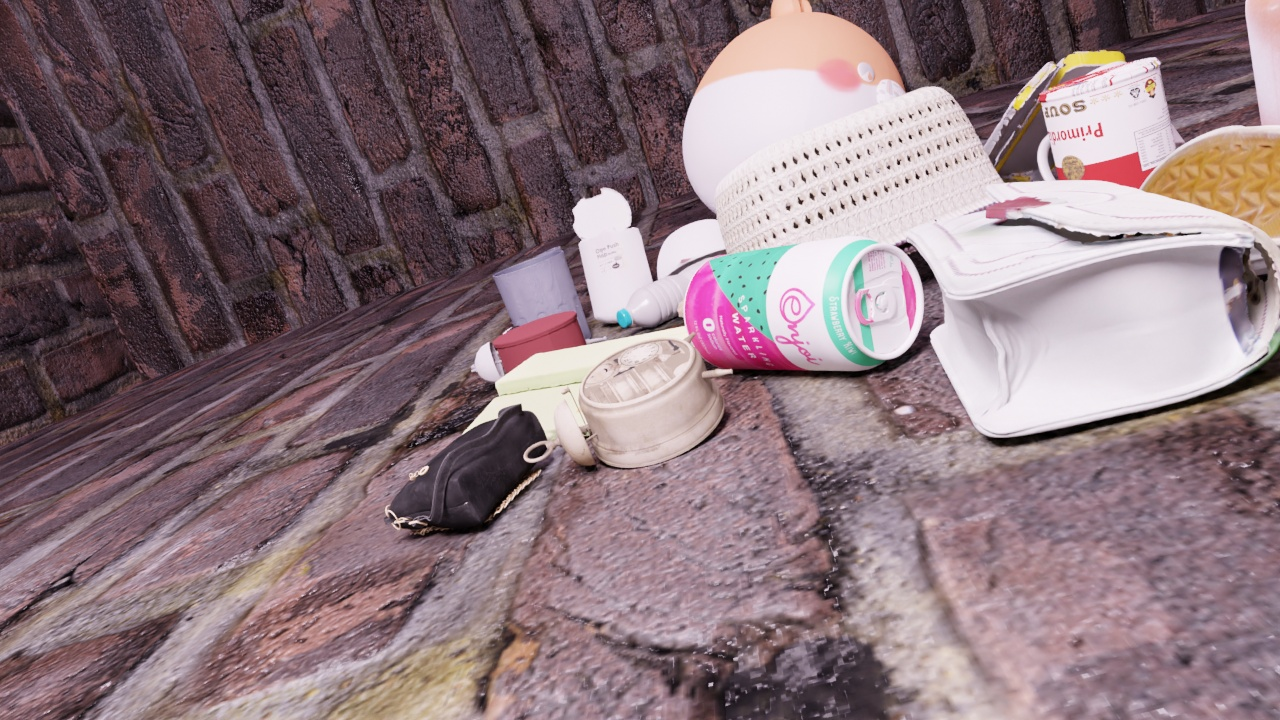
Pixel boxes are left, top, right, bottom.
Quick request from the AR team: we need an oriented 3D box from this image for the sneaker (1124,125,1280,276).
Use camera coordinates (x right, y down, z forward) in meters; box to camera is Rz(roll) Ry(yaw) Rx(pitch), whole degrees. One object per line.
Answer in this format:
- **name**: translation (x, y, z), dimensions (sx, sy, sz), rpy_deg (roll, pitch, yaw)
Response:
- **sneaker**: translation (0.362, -0.079, 0.485), dimensions (0.079, 0.087, 0.235), rpy_deg (11, 4, -11)

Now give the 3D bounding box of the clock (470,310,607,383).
- **clock**: translation (-0.112, -0.011, 0.957), dimensions (0.138, 0.048, 0.096), rpy_deg (-14, 14, 25)

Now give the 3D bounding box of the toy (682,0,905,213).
- **toy**: translation (0.190, -0.275, 1.073), dimensions (0.262, 0.280, 0.266), rpy_deg (17, -10, -41)

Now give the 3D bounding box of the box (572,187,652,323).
- **box**: translation (-0.036, -0.127, 1.075), dimensions (0.084, 0.165, 0.094), rpy_deg (-13, 2, 5)

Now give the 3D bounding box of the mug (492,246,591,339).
- **mug**: translation (-0.104, -0.068, 1.056), dimensions (0.084, 0.104, 0.123), rpy_deg (-15, 13, 21)

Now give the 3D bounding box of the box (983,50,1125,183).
- **box**: translation (0.384, -0.222, 0.915), dimensions (0.128, 0.045, 0.210), rpy_deg (-23, -19, -9)

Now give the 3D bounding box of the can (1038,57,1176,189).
- **can**: translation (0.376, -0.169, 0.731), dimensions (0.087, 0.116, 0.086), rpy_deg (-19, 13, 4)

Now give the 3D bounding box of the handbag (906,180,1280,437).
- **handbag**: translation (0.225, -0.044, 0.487), dimensions (0.142, 0.096, 0.198), rpy_deg (-16, 12, 13)

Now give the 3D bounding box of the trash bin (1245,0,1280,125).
- **trash bin**: translation (0.527, -0.219, 0.629), dimensions (0.182, 0.157, 0.258), rpy_deg (-9, 16, 38)

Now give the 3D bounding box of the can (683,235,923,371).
- **can**: translation (0.108, -0.037, 0.645), dimensions (0.088, 0.088, 0.166), rpy_deg (-27, 15, -30)

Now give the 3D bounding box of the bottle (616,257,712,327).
- **bottle**: translation (0.034, -0.070, 0.991), dimensions (0.136, 0.044, 0.044), rpy_deg (-26, 14, -27)

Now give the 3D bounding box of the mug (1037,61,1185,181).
- **mug**: translation (0.413, -0.196, 0.828), dimensions (0.073, 0.090, 0.111), rpy_deg (-6, -26, -40)

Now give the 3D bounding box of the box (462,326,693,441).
- **box**: translation (-0.046, 0.021, 0.733), dimensions (0.188, 0.030, 0.138), rpy_deg (-9, 24, 35)

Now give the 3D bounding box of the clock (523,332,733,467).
- **clock**: translation (-0.013, 0.030, 0.598), dimensions (0.140, 0.054, 0.093), rpy_deg (-26, 26, -6)

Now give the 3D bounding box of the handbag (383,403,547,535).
- **handbag**: translation (-0.116, 0.072, 0.609), dimensions (0.079, 0.054, 0.128), rpy_deg (-18, 15, 27)

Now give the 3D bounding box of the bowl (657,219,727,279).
- **bowl**: translation (0.068, -0.128, 1.071), dimensions (0.114, 0.050, 0.115), rpy_deg (-19, -12, -4)

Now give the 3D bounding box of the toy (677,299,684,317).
- **toy**: translation (0.090, -0.070, 0.911), dimensions (0.117, 0.043, 0.092), rpy_deg (-24, 15, -13)

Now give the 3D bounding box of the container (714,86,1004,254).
- **container**: translation (0.185, -0.131, 0.799), dimensions (0.251, 0.143, 0.185), rpy_deg (-22, -1, -12)
